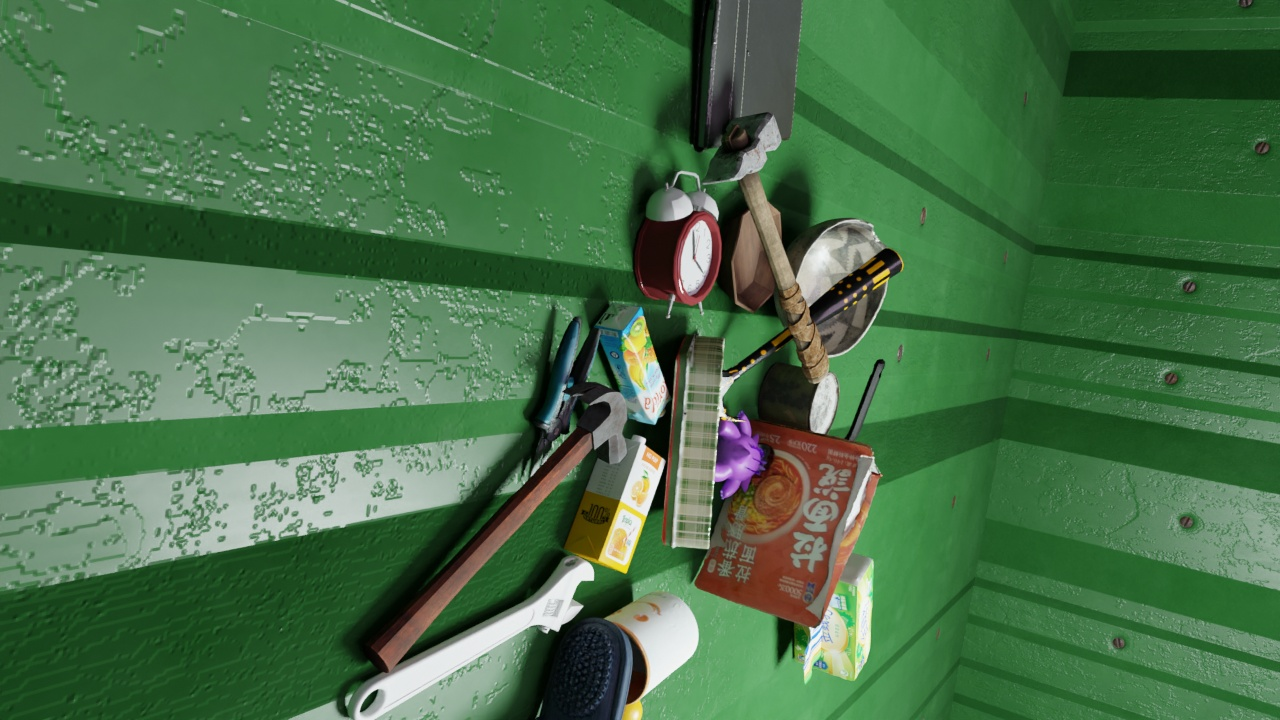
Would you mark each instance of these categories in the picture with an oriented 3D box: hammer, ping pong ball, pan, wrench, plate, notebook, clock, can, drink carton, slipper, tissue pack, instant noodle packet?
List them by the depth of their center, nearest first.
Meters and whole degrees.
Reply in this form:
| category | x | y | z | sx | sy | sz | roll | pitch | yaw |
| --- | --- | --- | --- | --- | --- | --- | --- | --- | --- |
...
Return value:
| category | x | y | z | sx | sy | sz | roll | pitch | yaw |
| --- | --- | --- | --- | --- | --- | --- | --- | --- | --- |
| hammer | -0.105 | 0.125 | 0.737 | 0.299 | 0.028 | 0.111 | -46 | 149 | -36 |
| wrench | -0.127 | 0.227 | 0.756 | 0.272 | 0.018 | 0.066 | -14 | 121 | -54 |
| slipper | -0.079 | 0.354 | 0.805 | 0.082 | 0.101 | 0.263 | 45 | 58 | -55 |
| drink carton | -0.005 | 0.005 | 0.865 | 0.044 | 0.039 | 0.129 | -55 | 142 | -34 |
| drink carton | -0.022 | 0.134 | 0.878 | 0.058 | 0.040 | 0.122 | 42 | 64 | -55 |
| clock | 0.039 | -0.113 | 0.888 | 0.096 | 0.048 | 0.138 | -9 | 109 | -57 |
| ping pong ball | -0.018 | 0.367 | 0.961 | 0.040 | 0.040 | 0.040 | -25 | 121 | -53 |
| hammer | 0.146 | -0.102 | 0.969 | 0.121 | 0.049 | 0.319 | -61 | 136 | -40 |
| notebook | 0.117 | -0.313 | 0.973 | 0.208 | 0.029 | 0.170 | -27 | 124 | -56 |
| plate | 0.124 | -0.120 | 1.046 | 0.131 | 0.025 | 0.131 | -25 | 121 | -53 |
| hammer | 0.193 | -0.041 | 1.078 | 0.319 | 0.036 | 0.123 | -33 | 124 | -22 |
| instant noodle packet | 0.175 | 0.197 | 1.102 | 0.220 | 0.165 | 0.084 | -64 | 147 | -22 |
| can | 0.205 | 0.052 | 1.188 | 0.089 | 0.075 | 0.090 | -24 | 120 | -52 |
| pan | 0.253 | 0.152 | 1.248 | 0.203 | 0.044 | 0.356 | -28 | 138 | -57 |
| tissue pack | 0.281 | 0.401 | 1.396 | 0.141 | 0.120 | 0.198 | -38 | 124 | -49 |

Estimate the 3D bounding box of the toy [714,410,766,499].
| category | x | y | z | sx | sy | sz | roll | pitch | yaw |
| --- | --- | --- | --- | --- | --- | --- | --- | --- | --- |
| toy | 0.116 | 0.113 | 1.081 | 0.088 | 0.056 | 0.106 | 31 | 70 | -58 |

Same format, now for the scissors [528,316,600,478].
| category | x | y | z | sx | sy | sz | roll | pitch | yaw |
| --- | --- | --- | --- | --- | --- | --- | --- | --- | --- |
| scissors | -0.070 | 0.029 | 0.787 | 0.126 | 0.019 | 0.144 | -41 | 139 | -46 |

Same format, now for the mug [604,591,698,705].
| category | x | y | z | sx | sy | sz | roll | pitch | yaw |
| --- | --- | --- | --- | --- | --- | --- | --- | --- | --- |
| mug | -0.001 | 0.287 | 0.923 | 0.105 | 0.082 | 0.082 | -10 | 108 | -58 |

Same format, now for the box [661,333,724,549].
| category | x | y | z | sx | sy | sz | roll | pitch | yaw |
| --- | --- | --- | --- | --- | --- | --- | --- | --- | --- |
| box | 0.056 | 0.082 | 0.948 | 0.117 | 0.050 | 0.206 | -71 | 166 | -74 |

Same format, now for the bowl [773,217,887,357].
| category | x | y | z | sx | sy | sz | roll | pitch | yaw |
| --- | --- | --- | --- | --- | --- | --- | --- | --- | --- |
| bowl | 0.225 | -0.097 | 1.156 | 0.178 | 0.081 | 0.178 | -14 | 113 | -35 |
